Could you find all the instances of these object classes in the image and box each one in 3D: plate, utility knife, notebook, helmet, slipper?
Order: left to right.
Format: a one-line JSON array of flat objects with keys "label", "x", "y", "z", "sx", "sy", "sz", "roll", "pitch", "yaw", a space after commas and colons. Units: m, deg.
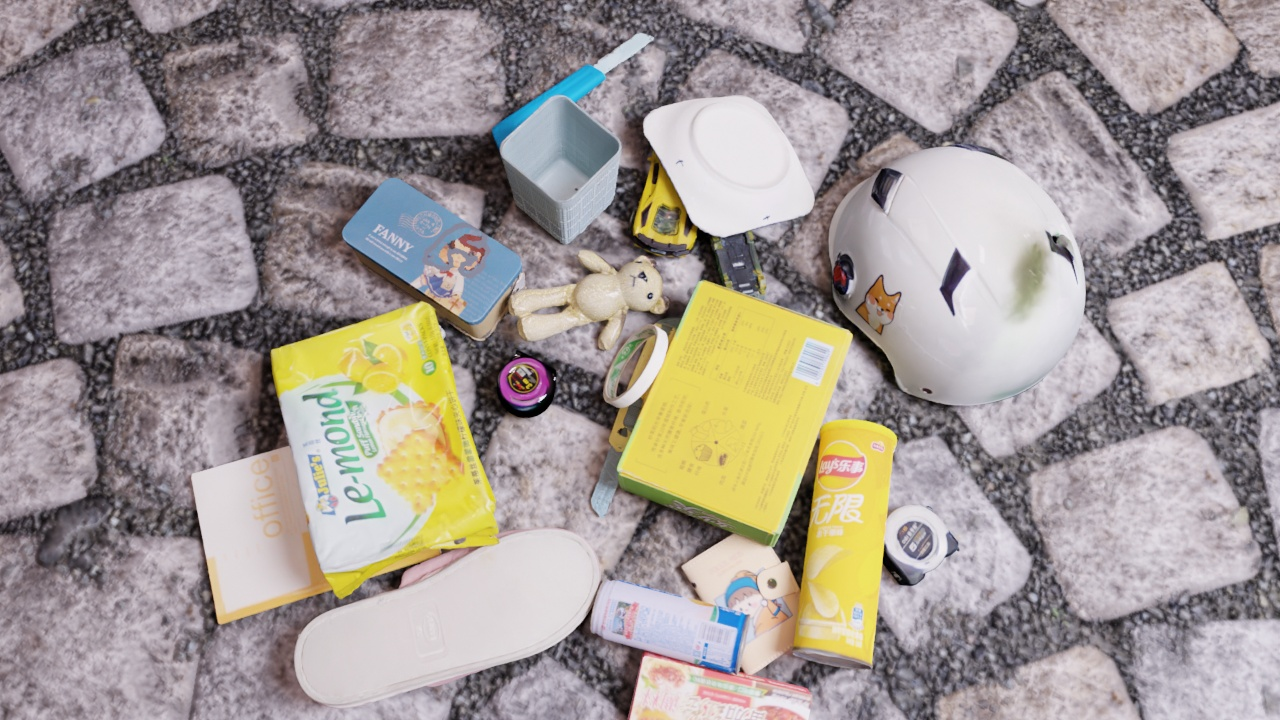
[{"label": "notebook", "x": -0.303, "y": 0.143, "z": 0.856, "sx": 0.206, "sy": 0.010, "sz": 0.145, "roll": -16, "pitch": 74, "yaw": -7}, {"label": "slipper", "x": -0.166, "y": 0.227, "z": 0.813, "sx": 0.274, "sy": 0.054, "sz": 0.114, "roll": -20, "pitch": 75, "yaw": -11}, {"label": "utility knife", "x": -0.072, "y": -0.295, "z": 0.996, "sx": 0.218, "sy": 0.018, "sz": 0.034, "roll": -39, "pitch": 76, "yaw": -11}, {"label": "utility knife", "x": -0.005, "y": 0.051, "z": 0.897, "sx": 0.031, "sy": 0.022, "sz": 0.215, "roll": 18, "pitch": 77, "yaw": 10}, {"label": "plate", "x": 0.099, "y": -0.213, "z": 0.945, "sx": 0.163, "sy": 0.034, "sz": 0.164, "roll": -18, "pitch": 72, "yaw": -28}, {"label": "helmet", "x": 0.312, "y": -0.100, "z": 0.879, "sx": 0.230, "sy": 0.157, "sz": 0.274, "roll": -19, "pitch": 74, "yaw": -8}]

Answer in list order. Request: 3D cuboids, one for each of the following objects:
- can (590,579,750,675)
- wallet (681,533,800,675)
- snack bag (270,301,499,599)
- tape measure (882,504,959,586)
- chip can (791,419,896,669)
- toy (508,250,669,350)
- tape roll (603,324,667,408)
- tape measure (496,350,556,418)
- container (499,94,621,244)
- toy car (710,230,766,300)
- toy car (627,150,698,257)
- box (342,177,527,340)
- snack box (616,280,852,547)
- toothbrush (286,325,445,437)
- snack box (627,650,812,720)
[{"label": "can", "x": 0.026, "y": 0.233, "z": 0.809, "sx": 0.135, "sy": 0.053, "sz": 0.053, "roll": 12, "pitch": 72, "yaw": 12}, {"label": "wallet", "x": 0.103, "y": 0.217, "z": 0.844, "sx": 0.087, "sy": 0.024, "sz": 0.115, "roll": -30, "pitch": 76, "yaw": -6}, {"label": "snack bag", "x": -0.229, "y": 0.072, "z": 0.831, "sx": 0.158, "sy": 0.068, "sz": 0.246, "roll": -19, "pitch": 71, "yaw": -5}, {"label": "tape measure", "x": 0.253, "y": 0.168, "z": 0.858, "sx": 0.065, "sy": 0.034, "sz": 0.066, "roll": -33, "pitch": 79, "yaw": -13}, {"label": "chip can", "x": 0.184, "y": 0.163, "z": 0.828, "sx": 0.072, "sy": 0.072, "sz": 0.213, "roll": 13, "pitch": 68, "yaw": 2}, {"label": "toy", "x": -0.051, "y": -0.061, "z": 0.900, "sx": 0.157, "sy": 0.066, "sz": 0.105, "roll": -16, "pitch": 79, "yaw": -14}, {"label": "tape roll", "x": -0.005, "y": 0.005, "z": 0.874, "sx": 0.014, "sy": 0.086, "sz": 0.085, "roll": 32, "pitch": 72, "yaw": -21}, {"label": "tape measure", "x": -0.110, "y": 0.026, "z": 0.886, "sx": 0.057, "sy": 0.039, "sz": 0.057, "roll": 26, "pitch": 69, "yaw": 6}, {"label": "container", "x": -0.078, "y": -0.183, "z": 0.913, "sx": 0.090, "sy": 0.112, "sz": 0.089, "roll": 41, "pitch": 75, "yaw": 10}, {"label": "toy car", "x": 0.098, "y": -0.094, "z": 0.931, "sx": 0.043, "sy": 0.036, "sz": 0.091, "roll": -11, "pitch": 74, "yaw": -4}, {"label": "toy car", "x": 0.035, "y": -0.178, "z": 0.953, "sx": 0.071, "sy": 0.041, "sz": 0.155, "roll": 15, "pitch": 71, "yaw": 1}, {"label": "box", "x": -0.206, "y": -0.103, "z": 0.911, "sx": 0.184, "sy": 0.062, "sz": 0.089, "roll": 31, "pitch": 73, "yaw": 6}, {"label": "snack box", "x": 0.088, "y": 0.048, "z": 0.859, "sx": 0.158, "sy": 0.070, "sz": 0.209, "roll": 20, "pitch": 71, "yaw": 11}, {"label": "toothbrush", "x": -0.267, "y": 0.021, "z": 0.892, "sx": 0.180, "sy": 0.016, "sz": 0.016, "roll": -36, "pitch": 66, "yaw": -11}, {"label": "snack box", "x": 0.068, "y": 0.310, "z": 0.803, "sx": 0.153, "sy": 0.025, "sz": 0.075, "roll": 13, "pitch": 85, "yaw": 2}]
